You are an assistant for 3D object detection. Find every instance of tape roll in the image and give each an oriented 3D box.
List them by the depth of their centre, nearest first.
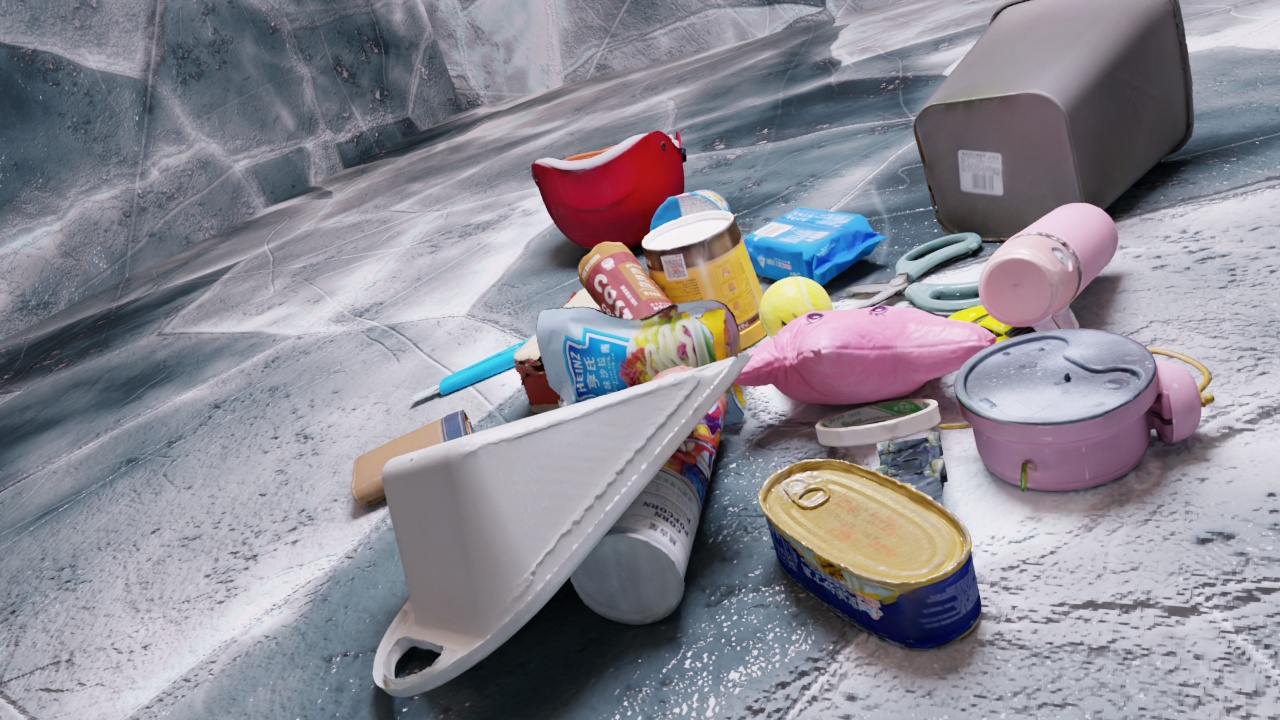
[{"bbox_3d":[0.168,0.044,0.651,0.086,0.014,0.086,-13,4,1],"label":"tape roll"}]

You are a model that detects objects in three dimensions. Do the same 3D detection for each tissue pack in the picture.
[{"bbox_3d":[0.179,-0.120,0.982,0.094,0.052,0.157,-30,26,-20],"label":"tissue pack"}]

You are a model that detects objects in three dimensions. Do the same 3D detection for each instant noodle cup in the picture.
[{"bbox_3d":[0.062,-0.077,0.900,0.118,0.114,0.118,-16,25,7],"label":"instant noodle cup"},{"bbox_3d":[0.071,-0.165,1.121,0.099,0.099,0.109,-11,17,17],"label":"instant noodle cup"}]

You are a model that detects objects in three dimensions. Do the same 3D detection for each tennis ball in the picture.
[{"bbox_3d":[0.140,-0.044,0.831,0.065,0.065,0.065,-16,24,7],"label":"tennis ball"}]

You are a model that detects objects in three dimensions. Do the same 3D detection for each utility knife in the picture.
[{"bbox_3d":[-0.171,0.008,1.010,0.178,0.018,0.034,-25,25,-10],"label":"utility knife"}]

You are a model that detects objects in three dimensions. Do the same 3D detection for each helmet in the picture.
[{"bbox_3d":[-0.030,-0.228,1.265,0.207,0.144,0.239,-12,11,15],"label":"helmet"}]

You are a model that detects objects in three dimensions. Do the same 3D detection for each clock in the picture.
[{"bbox_3d":[0.283,0.025,0.589,0.158,0.060,0.117,-23,23,-5],"label":"clock"}]

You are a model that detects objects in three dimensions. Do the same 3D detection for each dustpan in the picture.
[{"bbox_3d":[-0.067,0.107,0.618,0.257,0.142,0.223,-14,-2,-33],"label":"dustpan"}]

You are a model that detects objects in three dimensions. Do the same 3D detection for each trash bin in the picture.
[{"bbox_3d":[0.404,-0.240,0.921,0.219,0.199,0.199,-41,31,-28],"label":"trash bin"}]

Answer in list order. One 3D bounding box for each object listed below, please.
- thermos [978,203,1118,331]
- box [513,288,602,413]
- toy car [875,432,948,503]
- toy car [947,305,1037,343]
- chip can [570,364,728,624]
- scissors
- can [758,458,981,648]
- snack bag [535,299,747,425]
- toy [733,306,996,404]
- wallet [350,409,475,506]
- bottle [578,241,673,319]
[{"bbox_3d":[0.325,-0.068,0.714,0.067,0.087,0.198,-41,-8,38],"label":"thermos"},{"bbox_3d":[-0.055,-0.024,0.919,0.091,0.077,0.167,-5,27,27],"label":"box"},{"bbox_3d":[0.177,0.072,0.595,0.043,0.034,0.090,-15,9,17],"label":"toy car"},{"bbox_3d":[0.282,-0.024,0.727,0.048,0.032,0.105,-26,23,-15],"label":"toy car"},{"bbox_3d":[0.014,0.084,0.645,0.071,0.071,0.214,-10,25,19],"label":"chip can"},{"bbox_3d":[0.286,-0.084,0.870,0.171,0.019,0.178,2,32,41],"label":"scissors"},{"bbox_3d":[0.130,0.108,0.534,0.074,0.049,0.148,-28,25,-21],"label":"can"},{"bbox_3d":[-0.005,0.005,0.782,0.191,0.110,0.038,-3,22,31],"label":"snack bag"},{"bbox_3d":[0.165,-0.005,0.691,0.195,0.074,0.178,-7,-2,25],"label":"toy"},{"bbox_3d":[-0.208,0.089,0.847,0.115,0.033,0.090,-23,22,-7],"label":"wallet"},{"bbox_3d":[0.006,-0.036,0.844,0.057,0.058,0.175,-26,56,-16],"label":"bottle"}]
